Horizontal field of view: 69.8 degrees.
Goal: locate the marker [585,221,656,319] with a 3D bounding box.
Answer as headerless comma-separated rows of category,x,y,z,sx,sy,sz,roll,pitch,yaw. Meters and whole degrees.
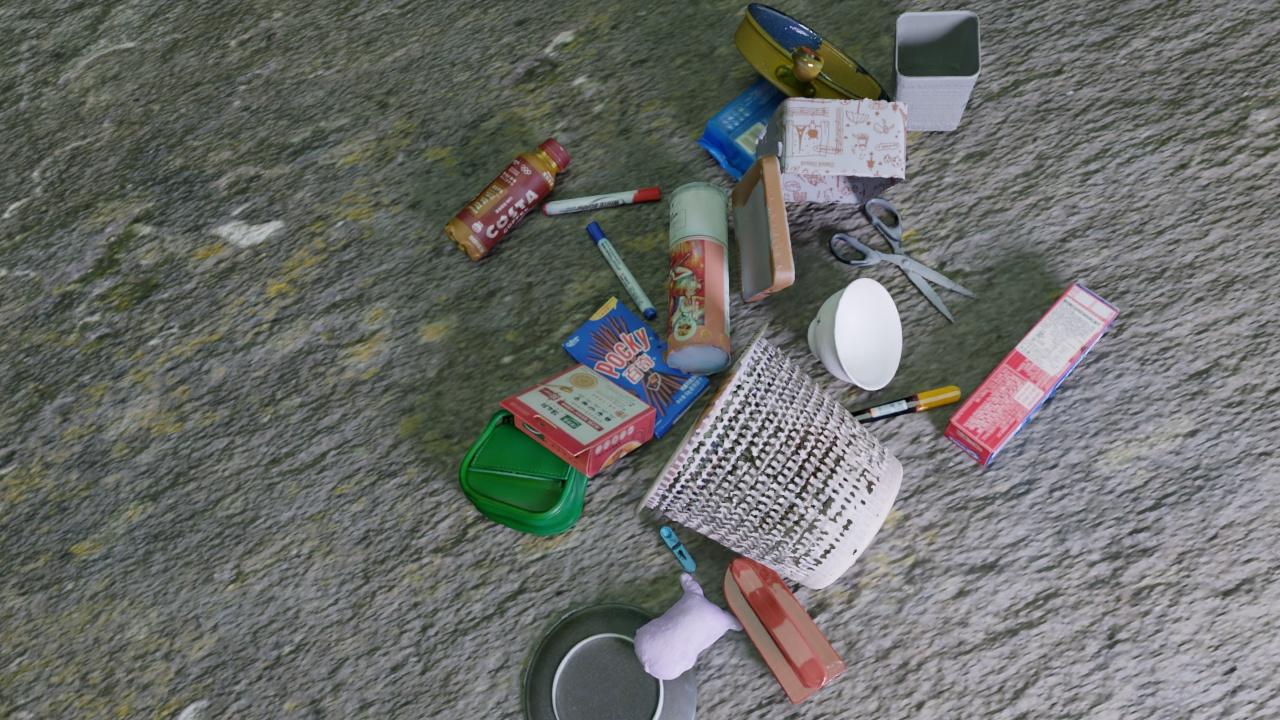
marker,-0.023,-0.107,1.087,0.017,0.017,0.145,-32,68,-4

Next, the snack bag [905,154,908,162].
snack bag,0.260,-0.228,1.082,0.104,0.026,0.048,-23,59,0

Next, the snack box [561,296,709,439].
snack box,-0.006,0.006,1.036,0.084,0.026,0.157,-45,70,-9

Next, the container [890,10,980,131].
container,0.334,-0.328,1.060,0.090,0.114,0.090,3,70,10

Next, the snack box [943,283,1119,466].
snack box,0.405,0.015,0.951,0.207,0.057,0.058,-45,67,-9

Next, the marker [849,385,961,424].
marker,0.280,0.050,0.981,0.124,0.015,0.018,-15,66,6

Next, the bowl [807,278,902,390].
bowl,0.220,-0.025,0.984,0.065,0.118,0.118,-7,62,49

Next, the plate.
plate,-0.032,0.332,0.919,0.179,0.024,0.179,-3,69,7

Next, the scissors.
scissors,0.295,-0.116,1.041,0.159,0.014,0.170,-2,70,9

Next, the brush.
brush,0.133,0.255,0.897,0.063,0.069,0.145,-33,68,-5

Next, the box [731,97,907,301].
box,0.184,-0.160,0.975,0.157,0.183,0.193,-1,91,-2

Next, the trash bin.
trash bin,0.133,0.107,0.889,0.192,0.228,0.227,34,78,5

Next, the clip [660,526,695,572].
clip,0.039,0.198,0.962,0.015,0.049,0.057,-33,74,-6

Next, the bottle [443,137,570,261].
bottle,-0.159,-0.200,1.122,0.057,0.057,0.174,41,80,20

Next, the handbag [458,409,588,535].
handbag,-0.120,0.121,0.995,0.131,0.068,0.120,16,64,16

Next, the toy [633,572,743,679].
toy,0.039,0.269,0.916,0.107,0.039,0.084,-36,64,-28

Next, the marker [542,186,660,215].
marker,-0.048,-0.195,1.124,0.145,0.017,0.017,-7,69,6

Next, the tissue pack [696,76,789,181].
tissue pack,0.154,-0.283,1.106,0.157,0.052,0.095,-40,71,-7

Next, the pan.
pan,0.182,-0.317,0.981,0.197,0.356,0.078,35,121,0

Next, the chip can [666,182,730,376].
chip can,0.066,-0.092,1.024,0.071,0.071,0.214,-3,62,8

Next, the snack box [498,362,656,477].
snack box,-0.067,0.064,0.970,0.113,0.044,0.126,31,39,30
